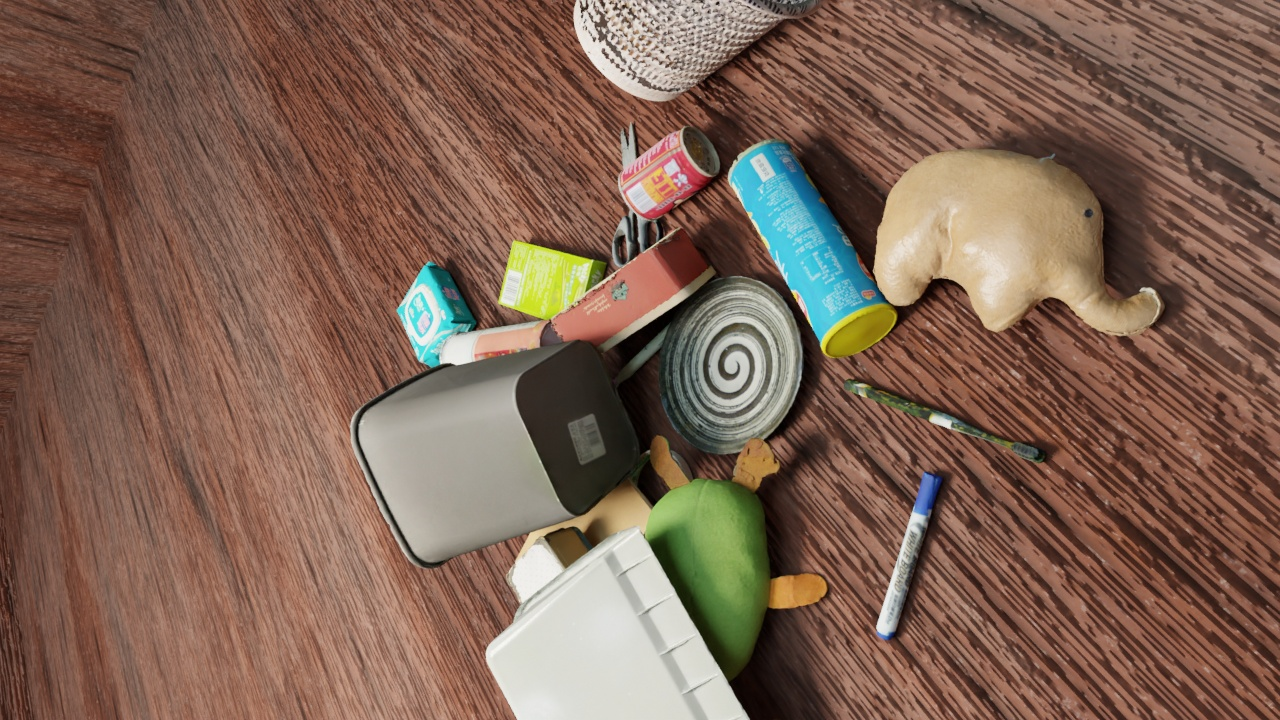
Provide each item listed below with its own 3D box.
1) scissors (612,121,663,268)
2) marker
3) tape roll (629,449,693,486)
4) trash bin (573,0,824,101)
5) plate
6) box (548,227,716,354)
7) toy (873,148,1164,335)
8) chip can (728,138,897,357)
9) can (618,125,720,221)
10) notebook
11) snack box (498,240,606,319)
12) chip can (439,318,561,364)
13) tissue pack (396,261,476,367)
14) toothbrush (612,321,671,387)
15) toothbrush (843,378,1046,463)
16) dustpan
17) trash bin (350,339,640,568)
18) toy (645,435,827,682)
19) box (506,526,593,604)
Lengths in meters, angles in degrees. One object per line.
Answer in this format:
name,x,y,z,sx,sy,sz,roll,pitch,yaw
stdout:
scissors,-0.015,-0.187,1.057,0.147,0.014,0.172,-56,51,21
marker,0.225,0.165,0.772,0.017,0.016,0.146,20,97,43
tape roll,0.020,0.136,0.971,0.086,0.013,0.085,-8,78,42
trash bin,0.041,-0.375,0.916,0.193,0.227,0.227,-37,59,48
plate,0.090,0.006,0.921,0.180,0.024,0.179,-9,77,41
box,-0.014,-0.074,0.972,0.169,0.091,0.080,-32,96,35
toy,0.290,-0.093,0.715,0.226,0.082,0.143,22,103,40
chip can,0.154,-0.106,0.846,0.071,0.071,0.210,-43,56,30
can,0.031,-0.200,0.979,0.094,0.066,0.066,-30,64,37
notebook,-0.067,0.203,1.035,0.149,0.012,0.212,47,119,39
snack box,-0.111,-0.093,1.122,0.156,0.026,0.086,19,97,44
chip can,-0.157,-0.010,1.111,0.215,0.071,0.071,-6,79,47
tissue pack,-0.285,-0.063,1.265,0.093,0.050,0.133,-52,52,26
toothbrush,-0.006,0.006,1.015,0.190,0.029,0.020,-44,15,28
toothbrush,0.247,0.047,0.769,0.186,0.017,0.012,24,94,43
dustpan,-0.033,0.306,0.899,0.258,0.142,0.222,-33,80,14
trash bin,-0.142,0.090,0.966,0.220,0.198,0.198,-16,102,34
toy,0.064,0.193,0.871,0.227,0.089,0.246,2,88,29
box,-0.059,0.270,0.970,0.090,0.061,0.184,-47,71,29
